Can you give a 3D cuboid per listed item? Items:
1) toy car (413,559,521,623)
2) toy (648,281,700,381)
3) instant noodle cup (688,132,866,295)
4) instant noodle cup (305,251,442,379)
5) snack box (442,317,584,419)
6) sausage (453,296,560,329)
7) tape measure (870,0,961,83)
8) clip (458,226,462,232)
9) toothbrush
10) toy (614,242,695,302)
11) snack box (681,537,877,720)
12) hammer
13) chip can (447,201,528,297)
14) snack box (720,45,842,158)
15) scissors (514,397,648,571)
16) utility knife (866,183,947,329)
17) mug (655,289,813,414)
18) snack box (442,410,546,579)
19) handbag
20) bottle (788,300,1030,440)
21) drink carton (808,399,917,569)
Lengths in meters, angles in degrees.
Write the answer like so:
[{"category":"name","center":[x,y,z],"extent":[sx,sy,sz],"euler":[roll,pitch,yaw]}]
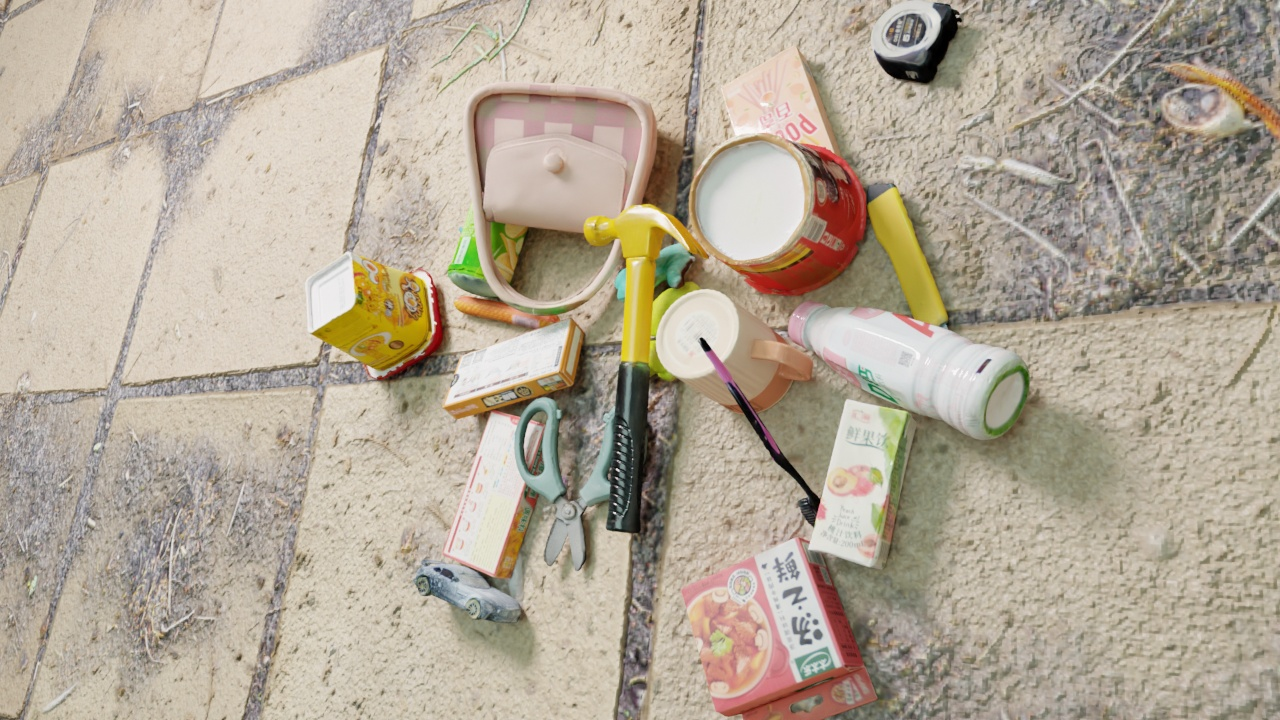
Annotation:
[{"category":"toy car","center":[-0.167,0.224,0.890],"extent":[0.121,0.054,0.036],"euler":[15,83,36]},{"category":"toy","center":[0.028,-0.030,0.869],"extent":[0.097,0.031,0.100],"euler":[2,75,36]},{"category":"instant noodle cup","center":[0.112,-0.129,0.779],"extent":[0.138,0.108,0.138],"euler":[-1,88,27]},{"category":"instant noodle cup","center":[-0.305,-0.055,1.042],"extent":[0.116,0.123,0.116],"euler":[-26,60,23]},{"category":"snack box","center":[-0.132,0.010,0.949],"extent":[0.154,0.026,0.075],"euler":[-17,43,27]},{"category":"sausage","center":[-0.147,-0.052,1.000],"extent":[0.165,0.021,0.021],"euler":[13,80,36]},{"category":"tape measure","center":[0.242,-0.287,0.820],"extent":[0.066,0.033,0.065],"euler":[28,87,35]},{"category":"clip","center":[-0.194,-0.144,1.070],"extent":[0.047,0.014,0.057],"euler":[-44,53,10]},{"category":"toothbrush","center":[0.096,0.060,0.728],"extent":[0.018,0.014,0.189],"euler":[-27,103,38]},{"category":"toy","center":[0.015,-0.085,0.888],"extent":[0.092,0.030,0.096],"euler":[-29,28,13]},{"category":"snack box","center":[0.104,0.219,0.717],"extent":[0.113,0.044,0.127],"euler":[-30,59,21]},{"category":"hammer","center":[-0.005,0.005,0.837],"extent":[0.129,0.032,0.300],"euler":[0,83,38]},{"category":"chip can","center":[-0.150,-0.179,1.017],"extent":[0.073,0.072,0.221],"euler":[9,78,36]},{"category":"snack box","center":[0.135,-0.216,0.870],"extent":[0.085,0.026,0.157],"euler":[-25,60,24]},{"category":"scissors","center":[-0.076,0.108,0.877],"extent":[0.171,0.019,0.177],"euler":[25,88,21]},{"category":"utility knife","center":[0.228,-0.059,0.755],"extent":[0.033,0.015,0.216],"euler":[-35,58,40]},{"category":"mug","center":[0.085,-0.004,0.774],"extent":[0.115,0.105,0.081],"euler":[9,78,36]},{"category":"snack box","center":[-0.141,0.133,0.923],"extent":[0.077,0.027,0.155],"euler":[12,80,36]},{"category":"handbag","center":[-0.088,-0.161,0.935],"extent":[0.193,0.093,0.234],"euler":[7,89,9]},{"category":"bottle","center":[0.199,-0.003,0.718],"extent":[0.197,0.068,0.068],"euler":[28,89,47]},{"category":"drink carton","center":[0.175,0.096,0.715],"extent":[0.054,0.045,0.122],"euler":[10,79,30]}]
